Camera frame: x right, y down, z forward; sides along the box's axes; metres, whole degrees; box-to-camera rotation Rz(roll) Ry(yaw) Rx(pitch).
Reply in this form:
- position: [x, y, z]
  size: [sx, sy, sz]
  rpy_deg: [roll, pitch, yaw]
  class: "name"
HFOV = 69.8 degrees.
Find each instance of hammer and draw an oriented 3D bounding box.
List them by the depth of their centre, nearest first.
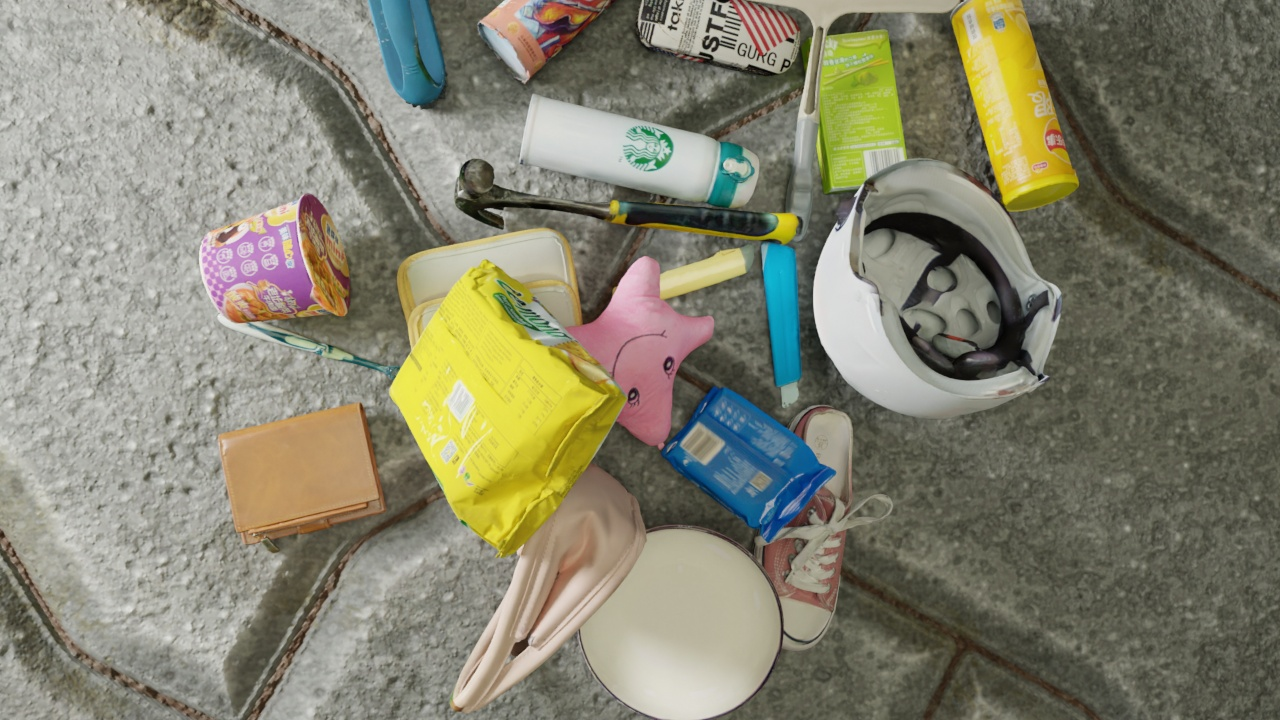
- position: [-0.011, -0.139, 0.859]
  size: [0.323, 0.126, 0.032]
  rpy_deg: [4, 85, -15]
  class: "hammer"

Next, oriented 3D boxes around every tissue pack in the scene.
- position: [0.098, 0.095, 0.857]
  size: [0.095, 0.052, 0.157]
  rpy_deg: [-48, 52, -7]
  class: "tissue pack"

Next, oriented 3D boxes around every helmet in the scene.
- position: [0.258, -0.053, 0.862]
  size: [0.229, 0.146, 0.258]
  rpy_deg: [22, 52, -14]
  class: "helmet"

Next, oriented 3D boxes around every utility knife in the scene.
- position: [0.044, -0.082, 0.906]
  size: [0.151, 0.018, 0.031]
  rpy_deg: [-17, 86, -10]
  class: "utility knife"
- position: [0.143, -0.036, 0.917]
  size: [0.034, 0.018, 0.166]
  rpy_deg: [-4, 89, 5]
  class: "utility knife"

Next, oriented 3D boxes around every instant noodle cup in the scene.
- position: [-0.325, -0.084, 0.814]
  size: [0.099, 0.111, 0.111]
  rpy_deg: [-12, 89, -1]
  class: "instant noodle cup"

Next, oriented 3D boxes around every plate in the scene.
- position: [0.037, 0.243, 0.864]
  size: [0.192, 0.039, 0.192]
  rpy_deg: [1, 98, 5]
  class: "plate"

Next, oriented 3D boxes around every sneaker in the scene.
- position: [0.165, 0.160, 0.876]
  size: [0.118, 0.088, 0.241]
  rpy_deg: [12, 85, -8]
  class: "sneaker"

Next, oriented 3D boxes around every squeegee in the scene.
- position: [0.166, -0.241, 0.896]
  size: [0.246, 0.039, 0.247]
  rpy_deg: [5, 106, 3]
  class: "squeegee"

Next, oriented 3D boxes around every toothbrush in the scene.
- position: [-0.299, -0.011, 0.855]
  size: [0.191, 0.018, 0.016]
  rpy_deg: [18, 85, -7]
  class: "toothbrush"

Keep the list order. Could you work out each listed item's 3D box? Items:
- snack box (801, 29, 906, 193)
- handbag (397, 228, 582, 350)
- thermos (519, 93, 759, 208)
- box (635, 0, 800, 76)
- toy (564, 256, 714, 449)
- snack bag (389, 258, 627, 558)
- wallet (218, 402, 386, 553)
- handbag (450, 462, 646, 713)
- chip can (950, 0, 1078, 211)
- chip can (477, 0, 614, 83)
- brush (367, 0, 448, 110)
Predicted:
- position: [0.218, -0.252, 0.932]
  size: [0.085, 0.026, 0.156]
  rpy_deg: [-9, 89, -8]
  class: "snack box"
- position: [-0.133, -0.026, 0.860]
  size: [0.163, 0.063, 0.179]
  rpy_deg: [-11, 93, -7]
  class: "handbag"
- position: [0.001, -0.196, 0.876]
  size: [0.224, 0.073, 0.073]
  rpy_deg: [11, 86, -7]
  class: "thermos"
- position: [0.078, -0.325, 0.899]
  size: [0.164, 0.064, 0.074]
  rpy_deg: [8, 71, -7]
  class: "box"
- position: [-0.005, 0.005, 0.863]
  size: [0.194, 0.075, 0.179]
  rpy_deg: [-35, 118, -22]
  class: "toy"
- position: [-0.120, 0.030, 0.738]
  size: [0.068, 0.246, 0.158]
  rpy_deg: [27, 101, -41]
  class: "snack bag"
- position: [-0.308, 0.110, 0.840]
  size: [0.130, 0.035, 0.119]
  rpy_deg: [-13, 89, -7]
  class: "wallet"
- position: [-0.093, 0.204, 0.798]
  size: [0.093, 0.193, 0.234]
  rpy_deg: [31, 94, -4]
  class: "handbag"
- position: [0.369, -0.259, 0.914]
  size: [0.072, 0.072, 0.213]
  rpy_deg: [-10, 79, -8]
  class: "chip can"
- position: [-0.056, -0.363, 0.877]
  size: [0.214, 0.071, 0.071]
  rpy_deg: [-44, 94, -7]
  class: "chip can"
- position: [-0.219, -0.309, 0.850]
  size: [0.055, 0.073, 0.144]
  rpy_deg: [-14, 90, -4]
  class: "brush"
